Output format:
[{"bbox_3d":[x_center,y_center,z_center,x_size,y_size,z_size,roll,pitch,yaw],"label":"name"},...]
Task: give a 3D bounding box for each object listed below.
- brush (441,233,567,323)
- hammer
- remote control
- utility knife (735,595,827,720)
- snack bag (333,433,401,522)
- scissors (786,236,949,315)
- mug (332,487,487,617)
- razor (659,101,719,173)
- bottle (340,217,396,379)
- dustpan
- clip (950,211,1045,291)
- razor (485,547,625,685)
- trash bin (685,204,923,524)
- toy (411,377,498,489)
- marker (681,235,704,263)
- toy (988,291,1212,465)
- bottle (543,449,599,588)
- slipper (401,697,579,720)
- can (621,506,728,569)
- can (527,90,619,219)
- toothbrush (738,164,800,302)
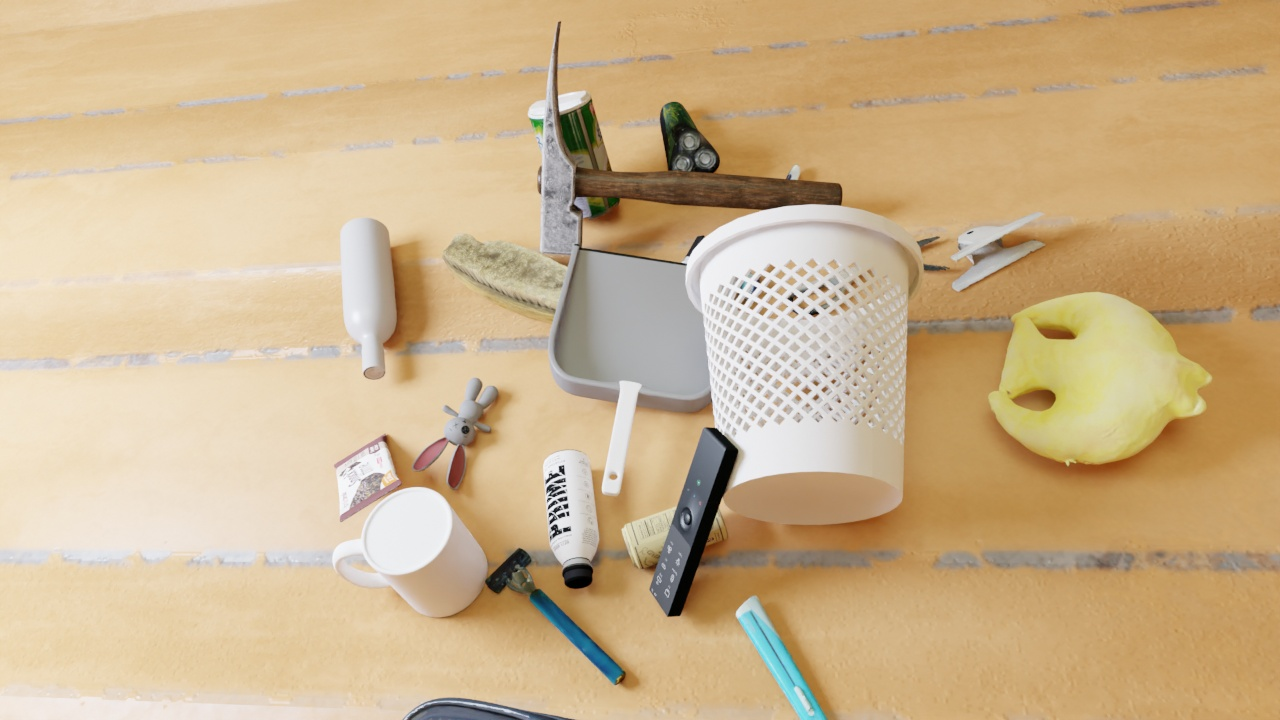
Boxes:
[{"bbox_3d":[-0.126,-0.085,0.934,0.195,0.043,0.059,23,62,24],"label":"brush"},{"bbox_3d":[0.051,-0.205,0.891,0.300,0.218,0.037,4,22,0],"label":"hammer"},{"bbox_3d":[0.038,0.124,0.696,0.013,0.150,0.034,6,22,-29],"label":"remote control"},{"bbox_3d":[0.122,0.249,0.660,0.022,0.015,0.178,-28,56,-10],"label":"utility knife"},{"bbox_3d":[-0.240,0.098,0.795,0.057,0.013,0.158,-33,20,-11],"label":"snack bag"},{"bbox_3d":[0.203,-0.095,0.890,0.157,0.013,0.166,-42,57,-15],"label":"scissors"},{"bbox_3d":[-0.190,0.160,0.742,0.110,0.091,0.073,-12,53,3],"label":"mug"},{"bbox_3d":[0.047,-0.246,1.002,0.054,0.067,0.151,-12,45,-1],"label":"razor"},{"bbox_3d":[-0.279,-0.062,0.945,0.052,0.052,0.195,-16,53,0],"label":"bottle"},{"bbox_3d":[-0.005,0.005,0.829,0.163,0.033,0.257,9,62,3],"label":"dustpan"},{"bbox_3d":[0.328,-0.109,0.863,0.102,0.058,0.052,-27,78,-9],"label":"clip"},{"bbox_3d":[-0.066,0.204,0.727,0.144,0.022,0.042,35,69,30],"label":"razor"},{"bbox_3d":[0.132,0.015,0.731,0.196,0.195,0.199,-2,64,10],"label":"trash bin"},{"bbox_3d":[-0.166,0.065,0.843,0.049,0.030,0.111,27,57,-5],"label":"toy"},{"bbox_3d":[0.031,-0.069,0.910,0.011,0.011,0.151,17,60,22],"label":"marker"},{"bbox_3d":[0.371,0.015,0.743,0.155,0.065,0.170,13,58,27],"label":"toy"},{"bbox_3d":[-0.057,0.133,0.764,0.041,0.041,0.115,-12,53,3],"label":"bottle"},{"bbox_3d":[-0.065,0.289,0.629,0.268,0.083,0.110,9,55,20],"label":"slipper"},{"bbox_3d":[0.028,0.139,0.743,0.079,0.038,0.038,-19,53,-2],"label":"can"},{"bbox_3d":[-0.068,-0.214,0.957,0.067,0.121,0.067,-13,31,8],"label":"can"},{"bbox_3d":[0.132,-0.133,0.929,0.017,0.016,0.188,28,60,-9],"label":"toothbrush"}]
